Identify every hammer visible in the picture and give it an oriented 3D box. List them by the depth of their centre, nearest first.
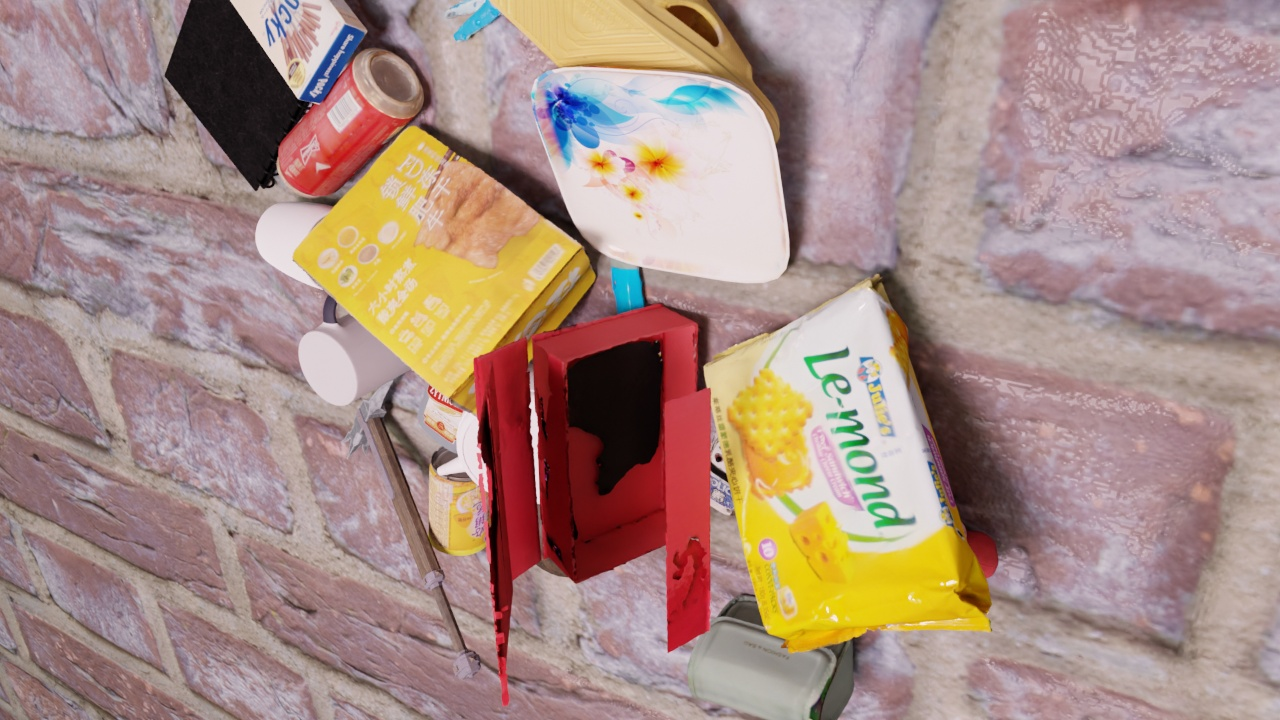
[{"bbox_3d":[-0.230,0.175,0.944,0.147,0.028,0.316,-52,58,42],"label":"hammer"}]

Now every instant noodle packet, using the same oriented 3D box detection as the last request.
[{"bbox_3d":[-0.171,-0.084,0.776,0.221,0.084,0.163,39,86,17],"label":"instant noodle packet"}]

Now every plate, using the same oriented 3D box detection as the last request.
[{"bbox_3d":[0.018,-0.134,0.668,0.187,0.016,0.187,12,145,26],"label":"plate"}]

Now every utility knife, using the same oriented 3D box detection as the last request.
[{"bbox_3d":[-0.005,0.005,0.798,0.031,0.015,0.209,10,115,33],"label":"utility knife"}]

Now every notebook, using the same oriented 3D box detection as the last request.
[{"bbox_3d":[-0.380,-0.296,0.895,0.169,0.019,0.232,51,130,3],"label":"notebook"}]

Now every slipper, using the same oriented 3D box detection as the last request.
[{"bbox_3d":[-0.009,-0.234,0.636,0.263,0.078,0.100,38,146,-13],"label":"slipper"}]

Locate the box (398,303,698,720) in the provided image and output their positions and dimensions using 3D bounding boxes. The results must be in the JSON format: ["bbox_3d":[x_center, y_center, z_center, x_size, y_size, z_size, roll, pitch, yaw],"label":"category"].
[{"bbox_3d":[-0.071,0.096,0.698,0.124,0.314,0.211,14,118,29],"label":"box"}]

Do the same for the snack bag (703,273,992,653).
[{"bbox_3d":[0.141,0.080,0.654,0.160,0.068,0.247,-25,68,36],"label":"snack bag"}]

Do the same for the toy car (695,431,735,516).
[{"bbox_3d":[0.077,0.087,0.769,0.048,0.040,0.113,31,127,18],"label":"toy car"}]

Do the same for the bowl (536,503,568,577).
[{"bbox_3d":[-0.083,0.167,0.905,0.121,0.056,0.121,15,120,27],"label":"bowl"}]

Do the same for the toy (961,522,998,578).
[{"bbox_3d":[0.188,0.137,0.709,0.131,0.096,0.124,28,134,-3],"label":"toy"}]

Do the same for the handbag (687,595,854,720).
[{"bbox_3d":[0.117,0.261,0.789,0.122,0.105,0.067,8,114,30],"label":"handbag"}]

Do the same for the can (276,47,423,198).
[{"bbox_3d":[-0.266,-0.210,0.830,0.171,0.067,0.067,-27,96,39],"label":"can"}]

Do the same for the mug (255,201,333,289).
[{"bbox_3d":[-0.321,-0.107,0.922,0.088,0.080,0.114,18,153,32],"label":"mug"}]

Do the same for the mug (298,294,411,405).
[{"bbox_3d":[-0.278,-0.025,0.912,0.079,0.096,0.112,10,118,29],"label":"mug"}]

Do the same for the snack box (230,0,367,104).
[{"bbox_3d":[-0.298,-0.300,0.786,0.082,0.026,0.150,-46,69,23],"label":"snack box"}]

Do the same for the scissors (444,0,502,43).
[{"bbox_3d":[-0.111,-0.297,0.721,0.141,0.014,0.090,1,114,35],"label":"scissors"}]

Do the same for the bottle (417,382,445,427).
[{"bbox_3d":[-0.167,0.016,0.891,0.072,0.046,0.162,37,128,13],"label":"bottle"}]

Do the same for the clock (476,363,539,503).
[{"bbox_3d":[-0.098,0.064,0.840,0.161,0.072,0.126,10,123,-4],"label":"clock"}]
